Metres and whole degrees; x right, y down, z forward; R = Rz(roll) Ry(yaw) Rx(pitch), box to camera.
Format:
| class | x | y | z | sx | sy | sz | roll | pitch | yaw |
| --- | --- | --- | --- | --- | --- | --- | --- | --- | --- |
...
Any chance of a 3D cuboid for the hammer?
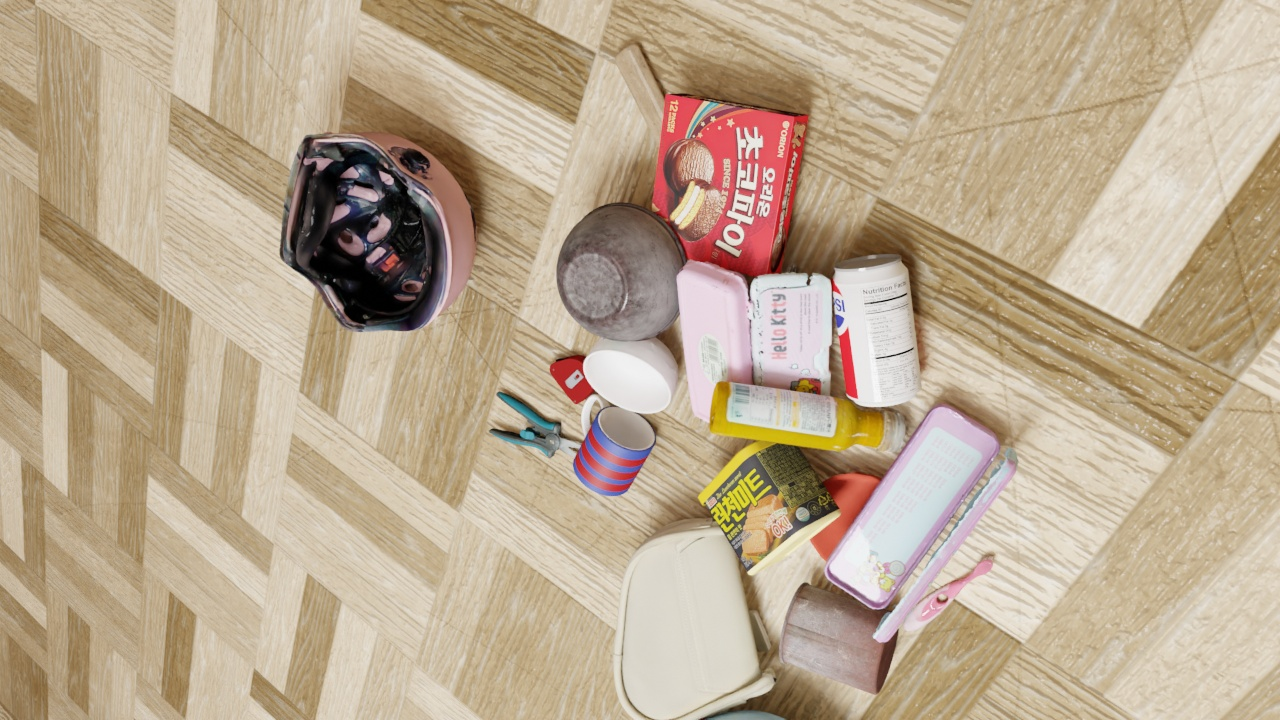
| class | x | y | z | sx | sy | sz | roll | pitch | yaw |
| --- | --- | --- | --- | --- | --- | --- | --- | --- | --- |
| hammer | 0.060 | -0.170 | 0.944 | 0.120 | 0.030 | 0.331 | -26 | 90 | 36 |

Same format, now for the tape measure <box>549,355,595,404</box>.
| class | x | y | z | sx | sy | sz | roll | pitch | yaw |
| --- | --- | --- | --- | --- | --- | --- | --- | --- | --- |
| tape measure | -0.078 | 0.017 | 1.099 | 0.059 | 0.019 | 0.052 | 51 | 126 | 6 |

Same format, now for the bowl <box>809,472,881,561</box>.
| class | x | y | z | sx | sy | sz | roll | pitch | yaw |
| --- | --- | --- | --- | --- | --- | --- | --- | --- | --- |
| bowl | 0.233 | 0.167 | 0.949 | 0.122 | 0.035 | 0.122 | 12 | 114 | 28 |

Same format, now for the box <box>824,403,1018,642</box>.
| class | x | y | z | sx | sy | sz | roll | pitch | yaw |
| --- | --- | --- | --- | --- | --- | --- | --- | --- | --- |
| box | 0.256 | 0.153 | 0.853 | 0.090 | 0.092 | 0.214 | 33 | 107 | 10 |

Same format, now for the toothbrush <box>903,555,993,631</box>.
| class | x | y | z | sx | sy | sz | roll | pitch | yaw |
| --- | --- | --- | --- | --- | --- | --- | --- | --- | --- |
| toothbrush | 0.315 | 0.240 | 0.940 | 0.021 | 0.016 | 0.135 | 43 | 127 | 12 |

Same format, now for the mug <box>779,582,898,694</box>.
| class | x | y | z | sx | sy | sz | roll | pitch | yaw |
| --- | --- | --- | --- | --- | --- | --- | --- | --- | --- |
| mug | 0.217 | 0.306 | 0.990 | 0.110 | 0.096 | 0.123 | 18 | 152 | 30 |

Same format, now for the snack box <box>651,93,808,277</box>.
| class | x | y | z | sx | sy | sz | roll | pitch | yaw |
| --- | --- | --- | --- | --- | --- | --- | --- | --- | --- |
| snack box | 0.081 | -0.170 | 0.889 | 0.133 | 0.035 | 0.152 | 18 | 115 | 26 |

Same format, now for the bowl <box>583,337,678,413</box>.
| class | x | y | z | sx | sy | sz | roll | pitch | yaw |
| --- | --- | --- | --- | --- | --- | --- | --- | --- | --- |
| bowl | -0.006 | 0.006 | 1.016 | 0.105 | 0.054 | 0.105 | 18 | 145 | 13 |

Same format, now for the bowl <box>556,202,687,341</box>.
| class | x | y | z | sx | sy | sz | roll | pitch | yaw |
| --- | --- | --- | --- | --- | --- | --- | --- | --- | --- |
| bowl | -0.030 | -0.082 | 0.920 | 0.145 | 0.067 | 0.145 | 10 | 111 | 27 |

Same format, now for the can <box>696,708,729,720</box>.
| class | x | y | z | sx | sy | sz | roll | pitch | yaw |
| --- | --- | --- | --- | --- | --- | --- | --- | --- | --- |
| can | 0.066 | 0.450 | 1.146 | 0.063 | 0.063 | 0.114 | 32 | 122 | 19 |

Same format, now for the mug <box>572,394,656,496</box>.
| class | x | y | z | sx | sy | sz | roll | pitch | yaw |
| --- | --- | --- | --- | --- | --- | --- | --- | --- | --- |
| mug | -0.040 | 0.093 | 1.079 | 0.112 | 0.074 | 0.076 | 54 | 130 | 35 |

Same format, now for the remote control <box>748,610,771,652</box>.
| class | x | y | z | sx | sy | sz | roll | pitch | yaw |
| --- | --- | --- | --- | --- | --- | --- | --- | --- | --- |
| remote control | 0.091 | 0.334 | 1.118 | 0.136 | 0.011 | 0.050 | -18 | 98 | 36 |

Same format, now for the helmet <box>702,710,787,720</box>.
| class | x | y | z | sx | sy | sz | roll | pitch | yaw |
| --- | --- | --- | --- | --- | --- | --- | --- | --- | --- |
| helmet | 0.113 | 0.490 | 1.038 | 0.225 | 0.166 | 0.266 | -20 | 137 | 7 |

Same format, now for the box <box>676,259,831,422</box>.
| class | x | y | z | sx | sy | sz | roll | pitch | yaw |
| --- | --- | --- | --- | --- | --- | --- | --- | --- | --- |
| box | 0.111 | -0.003 | 0.911 | 0.156 | 0.058 | 0.202 | 12 | 135 | 24 |

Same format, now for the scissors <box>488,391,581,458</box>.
| class | x | y | z | sx | sy | sz | roll | pitch | yaw |
| --- | --- | --- | --- | --- | --- | --- | --- | --- | --- |
| scissors | -0.135 | 0.088 | 1.163 | 0.151 | 0.019 | 0.120 | -17 | 95 | 30 |

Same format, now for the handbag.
| class | x | y | z | sx | sy | sz | roll | pitch | yaw |
| --- | --- | --- | --- | --- | --- | --- | --- | --- | --- |
| handbag | 0.063 | 0.294 | 1.074 | 0.184 | 0.131 | 0.229 | -10 | 93 | 17 |

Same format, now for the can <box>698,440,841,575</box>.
| class | x | y | z | sx | sy | sz | roll | pitch | yaw |
| --- | --- | --- | --- | --- | --- | --- | --- | --- | --- |
| can | 0.133 | 0.149 | 0.952 | 0.101 | 0.072 | 0.131 | 58 | 146 | 19 |

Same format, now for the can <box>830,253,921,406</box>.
| class | x | y | z | sx | sy | sz | roll | pitch | yaw |
| --- | --- | --- | --- | --- | --- | --- | --- | --- | --- |
| can | 0.221 | -0.028 | 0.861 | 0.070 | 0.070 | 0.132 | -2 | 107 | 33 |

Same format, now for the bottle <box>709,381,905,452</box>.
| class | x | y | z | sx | sy | sz | roll | pitch | yaw |
| --- | --- | --- | --- | --- | --- | --- | --- | --- | --- |
| bottle | 0.163 | 0.058 | 0.899 | 0.186 | 0.053 | 0.053 | 8 | 115 | -2 |

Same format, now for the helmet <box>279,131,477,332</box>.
| class | x | y | z | sx | sy | sz | roll | pitch | yaw |
| --- | --- | --- | --- | --- | --- | --- | --- | --- | --- |
| helmet | -0.293 | -0.154 | 1.088 | 0.255 | 0.152 | 0.230 | 29 | 118 | 19 |
